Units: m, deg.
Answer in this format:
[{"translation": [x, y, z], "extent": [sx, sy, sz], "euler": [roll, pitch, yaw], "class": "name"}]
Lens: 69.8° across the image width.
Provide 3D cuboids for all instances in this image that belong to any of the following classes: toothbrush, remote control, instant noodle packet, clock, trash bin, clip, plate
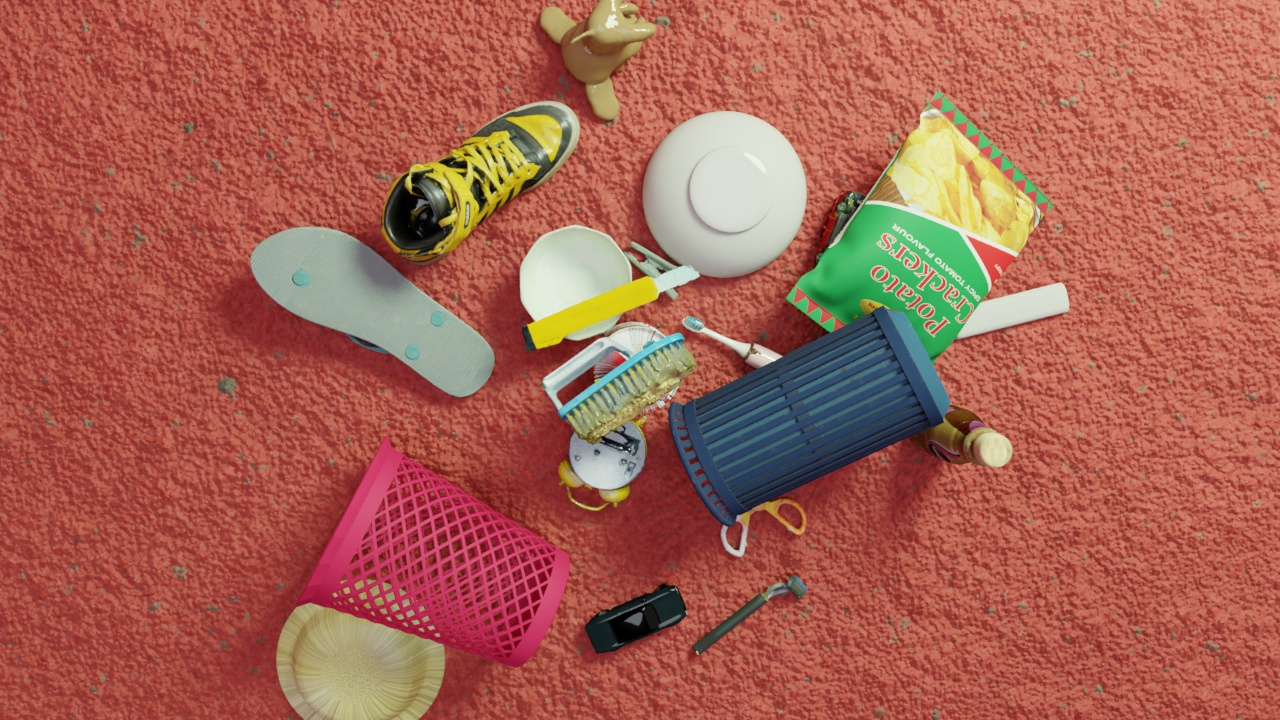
[{"translation": [0.145, 0.005, 0.998], "extent": [0.222, 0.027, 0.027], "euler": [26, 69, -4], "class": "toothbrush"}, {"translation": [0.407, -0.054, 1.011], "extent": [0.131, 0.012, 0.033], "euler": [-14, 95, -1], "class": "remote control"}, {"translation": [0.295, -0.115, 0.953], "extent": [0.195, 0.090, 0.253], "euler": [34, 95, -23], "class": "instant noodle packet"}, {"translation": [-0.040, 0.105, 0.983], "extent": [0.083, 0.057, 0.119], "euler": [22, 93, -5], "class": "clock"}, {"translation": [0.169, 0.052, 0.918], "extent": [0.250, 0.139, 0.139], "euler": [-27, 95, 14], "class": "trash bin"}, {"translation": [0.013, -0.093, 0.988], "extent": [0.078, 0.023, 0.050], "euler": [20, 92, -6], "class": "clip"}, {"translation": [-0.310, 0.334, 1.001], "extent": [0.184, 0.036, 0.184], "euler": [0, 95, -2], "class": "plate"}]

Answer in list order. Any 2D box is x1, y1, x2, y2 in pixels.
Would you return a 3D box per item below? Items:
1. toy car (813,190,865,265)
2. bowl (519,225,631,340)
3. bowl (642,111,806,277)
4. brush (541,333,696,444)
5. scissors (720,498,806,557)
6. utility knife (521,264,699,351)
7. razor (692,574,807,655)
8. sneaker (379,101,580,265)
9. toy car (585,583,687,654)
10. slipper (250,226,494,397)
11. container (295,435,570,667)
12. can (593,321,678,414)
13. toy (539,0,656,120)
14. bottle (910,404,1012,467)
[{"translation": [0.214, -0.136, 0.981], "extent": [0.042, 0.036, 0.091], "euler": [17, 93, -34], "class": "toy car"}, {"translation": [-0.067, -0.081, 0.965], "extent": [0.117, 0.061, 0.117], "euler": [0, 94, -3], "class": "bowl"}, {"translation": [0.091, -0.176, 0.961], "extent": [0.176, 0.066, 0.176], "euler": [0, 95, -2], "class": "bowl"}, {"translation": [-0.019, 0.013, 0.862], "extent": [0.136, 0.055, 0.075], "euler": [-35, 73, 1], "class": "brush"}, {"translation": [0.123, 0.163, 1.018], "extent": [0.125, 0.011, 0.128], "euler": [39, 91, 0], "class": "scissors"}, {"translation": [-0.030, -0.055, 0.928], "extent": [0.191, 0.018, 0.030], "euler": [-22, 100, 3], "class": "utility knife"}, {"translation": [0.118, 0.283, 1.024], "extent": [0.144, 0.022, 0.043], "euler": [-34, 135, 4], "class": "razor"}, {"translation": [-0.164, -0.185, 0.923], "extent": [0.238, 0.122, 0.086], "euler": [-40, 96, 2], "class": "sneaker"}, {"translation": [-0.005, 0.286, 1.011], "extent": [0.112, 0.034, 0.046], "euler": [-23, 95, -1], "class": "toy car"}, {"translation": [-0.274, -0.057, 0.971], "extent": [0.268, 0.055, 0.098], "euler": [31, 90, -15], "class": "slipper"}, {"translation": [-0.200, 0.209, 0.937], "extent": [0.225, 0.183, 0.183], "euler": [28, 93, -12], "class": "container"}, {"translation": [-0.006, 0.006, 0.947], "extent": [0.086, 0.116, 0.086], "euler": [0, 94, -3], "class": "can"}, {"translation": [-0.038, -0.326, 0.929], "extent": [0.105, 0.108, 0.134], "euler": [-34, 95, -16], "class": "toy"}, {"translation": [0.330, 0.079, 0.942], "extent": [0.059, 0.166, 0.059], "euler": [0, 94, -3], "class": "bottle"}]
